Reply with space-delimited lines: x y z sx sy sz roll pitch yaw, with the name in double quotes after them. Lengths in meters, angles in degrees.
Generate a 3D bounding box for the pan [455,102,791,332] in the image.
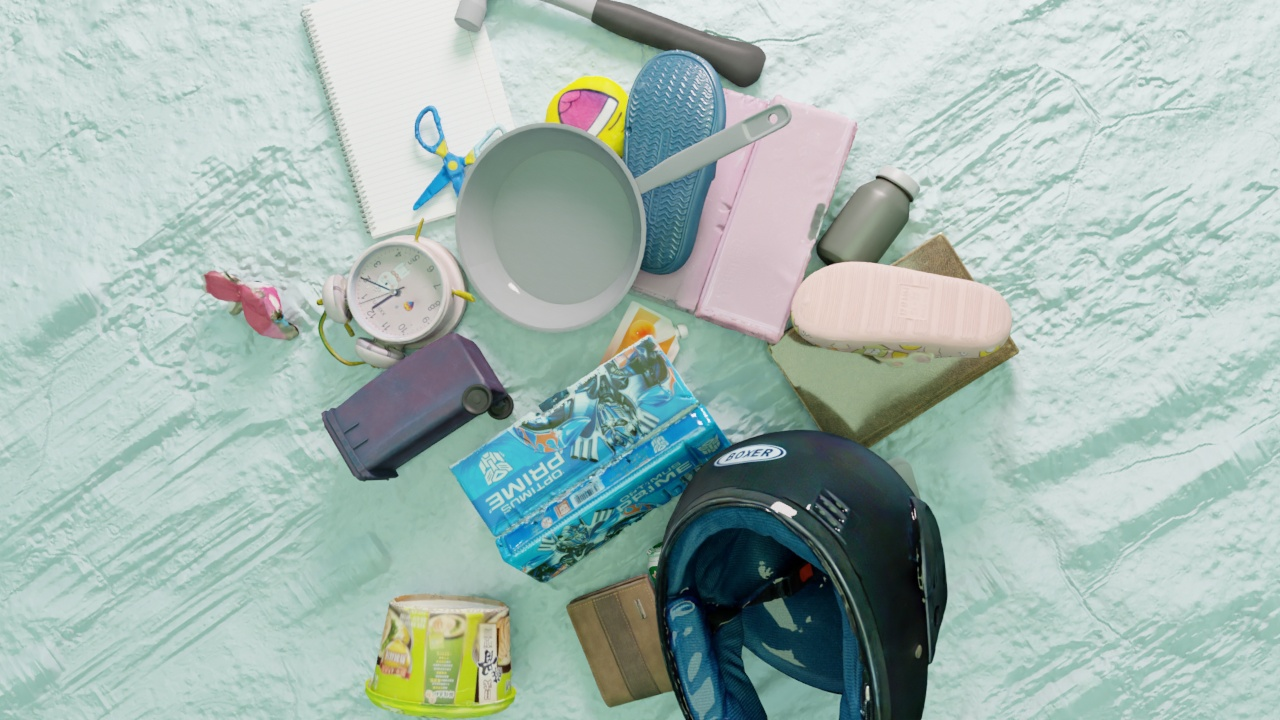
-0.020 -0.155 0.866 0.357 0.050 0.201 -22 93 22 "pan"

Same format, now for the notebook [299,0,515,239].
-0.230 -0.266 0.940 0.178 0.013 0.245 -16 92 1 "notebook"

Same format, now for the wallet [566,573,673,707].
-0.012 0.287 0.936 0.099 0.026 0.121 -23 88 21 "wallet"

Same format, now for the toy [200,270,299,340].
-0.395 -0.065 0.936 0.102 0.066 0.050 28 61 4 "toy"

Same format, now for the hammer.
-0.023 -0.347 0.919 0.311 0.029 0.125 19 89 -1 "hammer"

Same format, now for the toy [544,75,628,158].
-0.050 -0.237 0.920 0.094 0.041 0.095 41 96 3 "toy"

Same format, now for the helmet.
0.157 0.218 0.833 0.250 0.235 0.316 -13 91 33 "helmet"

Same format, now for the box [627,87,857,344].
0.094 -0.150 0.908 0.179 0.039 0.232 19 92 12 "box"

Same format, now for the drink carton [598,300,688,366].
-0.005 0.006 0.936 0.069 0.039 0.122 27 87 1 "drink carton"

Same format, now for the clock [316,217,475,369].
-0.253 -0.058 0.926 0.158 0.059 0.117 -35 91 4 "clock"

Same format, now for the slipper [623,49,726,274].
0.034 -0.189 0.892 0.104 0.059 0.214 14 105 29 "slipper"

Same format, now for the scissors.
-0.183 -0.201 0.932 0.127 0.015 0.125 -15 96 3 "scissors"

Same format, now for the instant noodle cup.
-0.191 0.285 0.902 0.146 0.146 0.097 5 82 2 "instant noodle cup"

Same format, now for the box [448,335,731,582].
-0.040 0.110 0.893 0.243 0.071 0.170 -34 118 3 "box"

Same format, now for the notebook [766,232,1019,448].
0.260 0.007 0.924 0.215 0.034 0.190 -32 92 3 "notebook"

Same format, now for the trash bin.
-0.221 0.052 0.914 0.161 0.094 0.092 -33 82 1 "trash bin"

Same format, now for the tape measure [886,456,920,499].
0.250 0.135 0.928 0.065 0.016 0.064 -22 112 -1 "tape measure"

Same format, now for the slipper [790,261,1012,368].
0.242 -0.036 0.866 0.197 0.082 0.093 4 61 12 "slipper"

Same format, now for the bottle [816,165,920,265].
0.226 -0.136 0.906 0.060 0.060 0.108 36 93 0 "bottle"

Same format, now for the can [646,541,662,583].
0.045 0.233 0.931 0.053 0.053 0.101 -23 92 2 "can"
